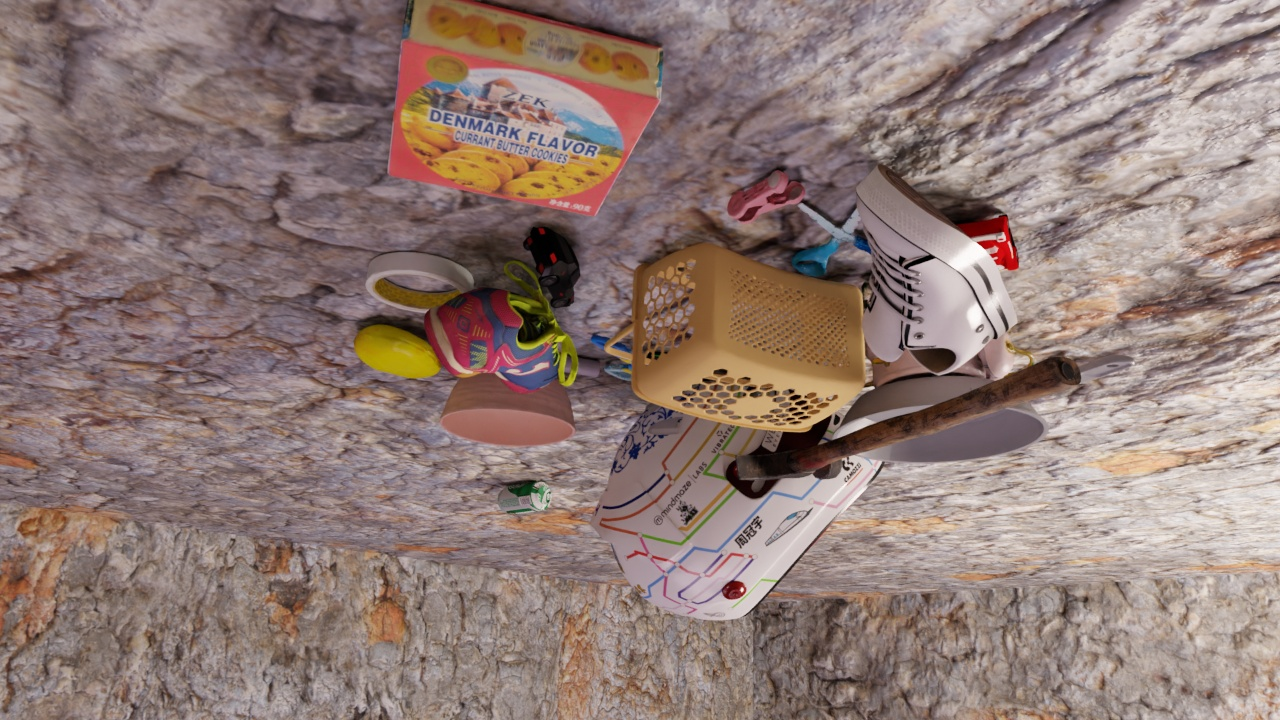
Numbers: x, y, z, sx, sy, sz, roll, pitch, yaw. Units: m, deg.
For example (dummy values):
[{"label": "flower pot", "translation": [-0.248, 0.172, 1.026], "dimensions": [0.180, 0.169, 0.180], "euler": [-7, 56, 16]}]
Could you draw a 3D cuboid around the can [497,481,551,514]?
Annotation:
[{"label": "can", "translation": [-0.207, 0.246, 1.644], "dimensions": [0.101, 0.053, 0.053], "euler": [-14, 154, 38]}]

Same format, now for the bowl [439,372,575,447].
[{"label": "bowl", "translation": [-0.148, 0.043, 1.045], "dimensions": [0.153, 0.076, 0.153], "euler": [2, 160, 0]}]

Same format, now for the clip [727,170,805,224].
[{"label": "clip", "translation": [0.086, -0.117, 0.651], "dimensions": [0.060, 0.023, 0.045], "euler": [-6, 154, 20]}]

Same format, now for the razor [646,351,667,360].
[{"label": "razor", "translation": [0.023, 0.019, 1.038], "dimensions": [0.044, 0.021, 0.144], "euler": [4, 162, -3]}]

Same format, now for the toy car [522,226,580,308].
[{"label": "toy car", "translation": [-0.069, -0.076, 0.759], "dimensions": [0.036, 0.042, 0.092], "euler": [-24, 159, -1]}]

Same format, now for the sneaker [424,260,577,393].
[{"label": "sneaker", "translation": [-0.103, -0.017, 0.836], "dimensions": [0.091, 0.116, 0.241], "euler": [-27, 171, 10]}]

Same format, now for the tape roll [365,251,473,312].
[{"label": "tape roll", "translation": [-0.198, -0.069, 0.826], "dimensions": [0.094, 0.019, 0.094], "euler": [3, 160, 1]}]

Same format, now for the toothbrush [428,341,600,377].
[{"label": "toothbrush", "translation": [-0.135, -0.005, 0.993], "dimensions": [0.187, 0.018, 0.019], "euler": [10, 161, -18]}]

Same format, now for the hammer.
[{"label": "hammer", "translation": [0.217, 0.058, 0.784], "dimensions": [0.119, 0.033, 0.331], "euler": [0, 162, -30]}]

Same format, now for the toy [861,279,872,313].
[{"label": "toy", "translation": [0.244, -0.045, 0.807], "dimensions": [0.109, 0.041, 0.096], "euler": [-5, 158, 4]}]

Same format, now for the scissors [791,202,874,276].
[{"label": "scissors", "translation": [0.168, -0.095, 0.715], "dimensions": [0.119, 0.014, 0.129], "euler": [6, 158, 0]}]

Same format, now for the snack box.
[{"label": "snack box", "translation": [-0.076, -0.149, 0.558], "dimensions": [0.142, 0.040, 0.145], "euler": [9, 159, -15]}]

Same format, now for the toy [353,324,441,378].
[{"label": "toy", "translation": [-0.255, -0.007, 0.961], "dimensions": [0.094, 0.041, 0.096], "euler": [17, 160, -6]}]

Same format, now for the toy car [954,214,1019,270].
[{"label": "toy car", "translation": [0.267, -0.085, 0.706], "dimensions": [0.038, 0.025, 0.089], "euler": [-7, 158, 27]}]

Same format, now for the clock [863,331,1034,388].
[{"label": "clock", "translation": [0.297, 0.001, 0.890], "dimensions": [0.158, 0.058, 0.117], "euler": [-1, 160, 8]}]

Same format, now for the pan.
[{"label": "pan", "translation": [0.310, 0.039, 0.832], "dimensions": [0.200, 0.050, 0.357], "euler": [7, 158, -12]}]

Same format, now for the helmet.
[{"label": "helmet", "translation": [0.093, 0.135, 1.043], "dimensions": [0.236, 0.314, 0.231], "euler": [44, 175, -2]}]

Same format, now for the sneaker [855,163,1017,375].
[{"label": "sneaker", "translation": [0.196, -0.050, 0.668], "dimensions": [0.097, 0.091, 0.245], "euler": [-44, 149, 10]}]

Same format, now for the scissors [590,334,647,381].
[{"label": "scissors", "translation": [-0.006, 0.006, 0.980], "dimensions": [0.125, 0.013, 0.130], "euler": [30, 164, -23]}]

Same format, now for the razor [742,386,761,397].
[{"label": "razor", "translation": [0.122, 0.019, 0.940], "dimensions": [0.044, 0.018, 0.140], "euler": [-3, -167, 14]}]

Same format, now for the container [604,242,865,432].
[{"label": "container", "translation": [0.079, -0.009, 0.789], "dimensions": [0.183, 0.129, 0.167], "euler": [13, 158, -25]}]
